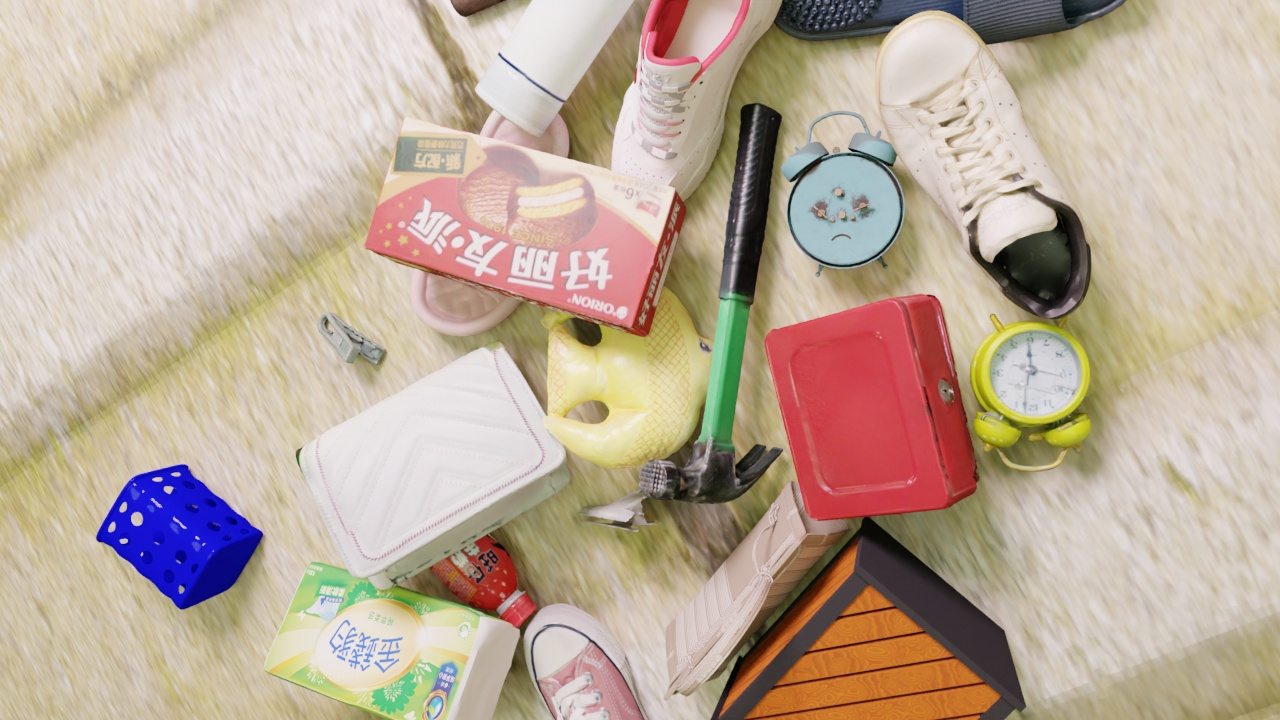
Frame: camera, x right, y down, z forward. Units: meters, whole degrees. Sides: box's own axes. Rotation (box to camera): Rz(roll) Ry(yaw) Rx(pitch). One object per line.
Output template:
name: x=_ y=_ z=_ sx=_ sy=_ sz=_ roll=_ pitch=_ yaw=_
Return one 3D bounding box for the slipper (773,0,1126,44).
slipper: x=0.215 y=-0.272 z=0.657 sx=0.264 sy=0.082 sz=0.101 roll=2 pitch=126 yaw=20

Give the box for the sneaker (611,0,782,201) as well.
sneaker: x=0.025 y=-0.213 z=0.701 sx=0.090 sy=0.104 sz=0.237 roll=36 pitch=121 yaw=11

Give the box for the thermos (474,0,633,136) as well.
thermos: x=-0.041 y=-0.287 z=0.718 sx=0.068 sy=0.067 sz=0.230 roll=40 pitch=104 yaw=9

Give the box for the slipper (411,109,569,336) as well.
slipper: x=-0.131 y=-0.123 z=0.802 sx=0.107 sy=0.055 sz=0.222 roll=28 pitch=99 yaw=11

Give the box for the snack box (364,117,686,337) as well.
snack box: x=-0.092 y=-0.106 z=0.731 sx=0.236 sy=0.060 sz=0.113 roll=18 pitch=89 yaw=14

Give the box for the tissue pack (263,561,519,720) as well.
tissue pack: x=-0.204 y=0.264 z=0.820 sx=0.198 sy=0.141 sz=0.120 roll=17 pitch=70 yaw=24

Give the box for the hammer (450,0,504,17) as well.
hammer: x=-0.036 y=-0.391 z=0.761 sx=0.301 sy=0.037 sz=0.217 roll=-16 pitch=90 yaw=18

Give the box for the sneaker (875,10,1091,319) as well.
sneaker: x=0.238 y=-0.123 z=0.637 sx=0.089 sy=0.102 sz=0.241 roll=-30 pitch=107 yaw=30

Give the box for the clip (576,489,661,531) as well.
clip: x=-0.010 y=0.137 z=0.793 sx=0.054 sy=0.102 sz=0.043 roll=-12 pitch=92 yaw=-27

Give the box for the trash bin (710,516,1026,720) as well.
trash bin: x=0.170 y=0.244 z=0.703 sx=0.140 sy=0.139 sz=0.172 roll=40 pitch=104 yaw=9

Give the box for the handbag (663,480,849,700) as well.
handbag: x=0.073 y=0.195 z=0.697 sx=0.062 sy=0.197 sz=0.176 roll=40 pitch=104 yaw=10

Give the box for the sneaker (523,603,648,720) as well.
sneaker: x=-0.031 y=0.328 z=0.797 sx=0.118 sy=0.087 sz=0.241 roll=-36 pitch=85 yaw=16

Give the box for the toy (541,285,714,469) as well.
toy: x=-0.005 y=0.004 z=0.759 sx=0.155 sy=0.065 sz=0.170 roll=-1 pitch=75 yaw=-8

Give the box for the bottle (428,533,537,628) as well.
bottle: x=-0.151 y=0.186 z=0.833 sx=0.137 sy=0.062 sz=0.062 roll=43 pitch=105 yaw=8

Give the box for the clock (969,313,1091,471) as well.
clock: x=0.293 y=0.024 z=0.690 sx=0.083 sy=0.057 sz=0.119 roll=-1 pitch=89 yaw=14

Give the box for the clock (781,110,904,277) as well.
clock: x=0.158 y=-0.131 z=0.718 sx=0.090 sy=0.053 sz=0.124 roll=-5 pitch=94 yaw=16

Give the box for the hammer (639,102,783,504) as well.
hammer: x=0.076 y=-0.045 z=0.733 sx=0.032 sy=0.130 sz=0.318 roll=5 pitch=86 yaw=50

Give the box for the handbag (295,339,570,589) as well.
handbag: x=-0.173 y=0.087 z=0.779 sx=0.198 sy=0.096 sz=0.142 roll=-29 pitch=71 yaw=-9

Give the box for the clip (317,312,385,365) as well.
clip: x=-0.281 y=-0.022 z=0.870 sx=0.076 sy=0.061 sz=0.023 roll=35 pitch=102 yaw=26

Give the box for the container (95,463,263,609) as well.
container: x=-0.453 y=0.174 z=0.909 sx=0.113 sy=0.084 sz=0.085 roll=36 pitch=102 yaw=9

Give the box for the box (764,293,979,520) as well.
box: x=0.173 y=0.037 z=0.694 sx=0.137 sy=0.127 sz=0.157 roll=-15 pitch=90 yaw=22
